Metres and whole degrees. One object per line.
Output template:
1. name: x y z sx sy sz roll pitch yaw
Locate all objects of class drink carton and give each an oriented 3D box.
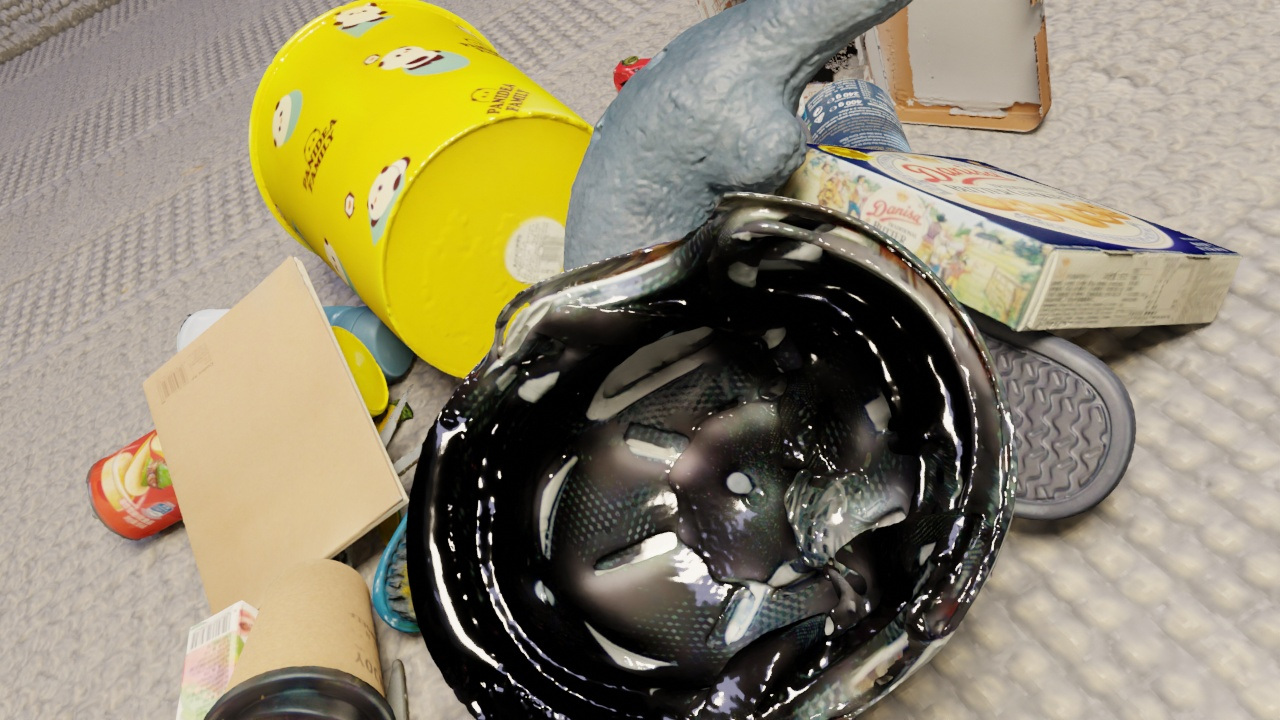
1. drink carton: -0.228 0.202 0.512 0.045 0.053 0.122 -28 41 5

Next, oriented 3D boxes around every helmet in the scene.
1. helmet: 0.040 0.060 0.433 0.275 0.156 0.230 -35 68 21

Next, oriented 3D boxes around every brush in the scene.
1. brush: -0.119 0.100 0.565 0.074 0.055 0.143 -19 36 43

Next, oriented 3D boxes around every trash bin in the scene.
1. trash bin: -0.140 -0.124 0.670 0.229 0.230 0.255 -36 42 -11

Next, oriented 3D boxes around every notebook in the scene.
1. notebook: -0.249 0.049 0.602 0.149 0.012 0.211 -37 61 7

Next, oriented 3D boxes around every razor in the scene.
1. razor: -0.178 0.078 0.639 0.043 0.028 0.132 -22 43 0

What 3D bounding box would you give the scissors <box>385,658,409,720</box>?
1. scissors: -0.110 0.241 0.440 0.205 0.022 0.224 -9 39 20

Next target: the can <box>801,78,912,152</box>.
1. can: 0.155 -0.144 0.657 0.075 0.075 0.111 -14 42 14

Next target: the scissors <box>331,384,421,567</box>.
1. scissors: -0.191 0.095 0.604 0.181 0.014 0.159 -27 47 21

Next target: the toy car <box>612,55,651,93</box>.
1. toy car: 0.021 -0.261 0.868 0.106 0.049 0.031 11 53 35

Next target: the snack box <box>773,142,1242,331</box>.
1. snack box: 0.198 -0.073 0.511 0.177 0.046 0.182 -4 29 -34

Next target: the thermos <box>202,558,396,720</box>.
1. thermos: -0.175 0.169 0.484 0.093 0.093 0.143 -28 25 -2

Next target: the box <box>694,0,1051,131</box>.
1. box: 0.175 -0.263 0.694 0.261 0.177 0.082 13 55 38

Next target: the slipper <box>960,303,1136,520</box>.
1. slipper: 0.139 0.003 0.511 0.268 0.083 0.111 28 107 39

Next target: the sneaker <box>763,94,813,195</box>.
1. sneaker: 0.079 -0.153 0.675 0.090 0.089 0.242 -19 17 -15

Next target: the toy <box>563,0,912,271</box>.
1. toy: 0.022 -0.094 0.529 0.138 0.091 0.357 44 116 30

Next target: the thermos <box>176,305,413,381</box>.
1. thermos: -0.285 -0.013 0.756 0.221 0.070 0.070 1 48 28

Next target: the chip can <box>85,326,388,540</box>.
1. chip can: -0.292 0.054 0.665 0.217 0.073 0.073 -27 40 10
